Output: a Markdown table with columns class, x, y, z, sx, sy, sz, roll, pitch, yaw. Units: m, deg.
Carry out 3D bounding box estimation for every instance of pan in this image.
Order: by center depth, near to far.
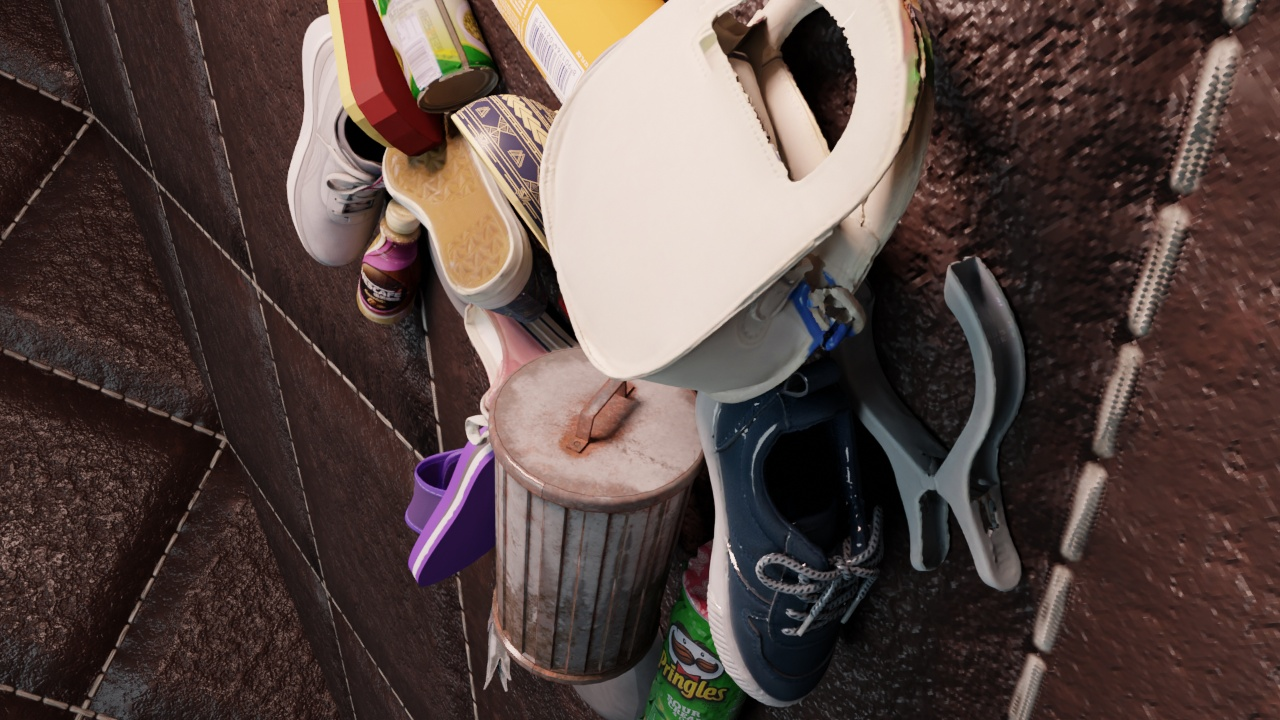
| class | x | y | z | sx | sy | sz | roll | pitch | yaw |
| --- | --- | --- | --- | --- | --- | --- | --- | --- | --- |
| pan | 0.008 | 0.317 | 0.798 | 0.357 | 0.041 | 0.179 | 53 | 144 | 24 |

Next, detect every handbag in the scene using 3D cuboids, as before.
| class | x | y | z | sx | sy | sz | roll | pitch | yaw |
| --- | --- | --- | --- | --- | --- | --- | --- | --- | --- |
| handbag | 0.051 | -0.093 | 0.428 | 0.200 | 0.093 | 0.200 | -41 | 50 | 33 |

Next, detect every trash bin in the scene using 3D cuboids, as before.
| class | x | y | z | sx | sy | sz | roll | pitch | yaw |
| --- | --- | --- | --- | --- | --- | --- | --- | --- | --- |
| trash bin | -0.033 | 0.099 | 0.593 | 0.131 | 0.130 | 0.212 | 44 | 141 | 34 |

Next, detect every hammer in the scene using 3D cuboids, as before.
| class | x | y | z | sx | sy | sz | roll | pitch | yaw |
| --- | --- | --- | --- | --- | --- | --- | --- | --- | --- |
| hammer | -0.106 | 0.167 | 0.871 | 0.146 | 0.028 | 0.318 | -96 | 21 | -47 |

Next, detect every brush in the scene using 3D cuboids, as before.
| class | x | y | z | sx | sy | sz | roll | pitch | yaw |
| --- | --- | --- | --- | --- | --- | --- | --- | --- | --- |
| brush | -0.206 | -0.238 | 0.726 | 0.042 | 0.082 | 0.173 | -24 | 63 | 16 |

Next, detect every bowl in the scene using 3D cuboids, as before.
| class | x | y | z | sx | sy | sz | roll | pitch | yaw |
| --- | --- | --- | --- | --- | --- | --- | --- | --- | --- |
| bowl | -0.070 | -0.136 | 0.626 | 0.112 | 0.061 | 0.112 | 54 | 179 | 2 |

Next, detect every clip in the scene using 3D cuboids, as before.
| class | x | y | z | sx | sy | sz | roll | pitch | yaw |
| --- | --- | --- | --- | --- | --- | --- | --- | --- | --- |
| clip | 0.157 | 0.029 | 0.423 | 0.142 | 0.029 | 0.171 | -15 | 96 | 60 |

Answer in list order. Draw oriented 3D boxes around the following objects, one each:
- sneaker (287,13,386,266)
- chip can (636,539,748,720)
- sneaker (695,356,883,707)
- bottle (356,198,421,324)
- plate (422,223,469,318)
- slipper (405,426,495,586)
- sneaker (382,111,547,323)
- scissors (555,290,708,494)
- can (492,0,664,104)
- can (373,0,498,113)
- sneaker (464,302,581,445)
| class | x | y | z | sx | sy | sz | roll | pitch | yaw |
| --- | --- | --- | --- | --- | --- | --- | --- | --- | --- |
| sneaker | -0.267 | -0.182 | 0.871 | 0.128 | 0.096 | 0.264 | 53 | 138 | 33 |
| chip can | 0.047 | 0.221 | 0.656 | 0.075 | 0.075 | 0.224 | 46 | 142 | 32 |
| sneaker | 0.087 | 0.101 | 0.495 | 0.087 | 0.089 | 0.236 | 32 | 138 | 57 |
| bottle | -0.248 | -0.102 | 0.925 | 0.059 | 0.059 | 0.166 | 58 | 146 | 17 |
| plate | -0.165 | -0.108 | 0.841 | 0.178 | 0.012 | 0.179 | 33 | 133 | 43 |
| slipper | -0.168 | 0.114 | 0.887 | 0.084 | 0.107 | 0.267 | 54 | 139 | 20 |
| sneaker | -0.134 | -0.119 | 0.737 | 0.079 | 0.087 | 0.235 | 39 | -167 | -51 |
| scissors | -0.010 | 0.002 | 0.645 | 0.193 | 0.015 | 0.179 | 37 | 140 | 46 |
| can | -0.037 | -0.206 | 0.530 | 0.142 | 0.079 | 0.079 | 58 | 146 | 18 |
| can | -0.160 | -0.258 | 0.697 | 0.067 | 0.067 | 0.121 | -26 | 86 | 58 |
| sneaker | -0.077 | 0.038 | 0.716 | 0.241 | 0.087 | 0.119 | 47 | 142 | 23 |
